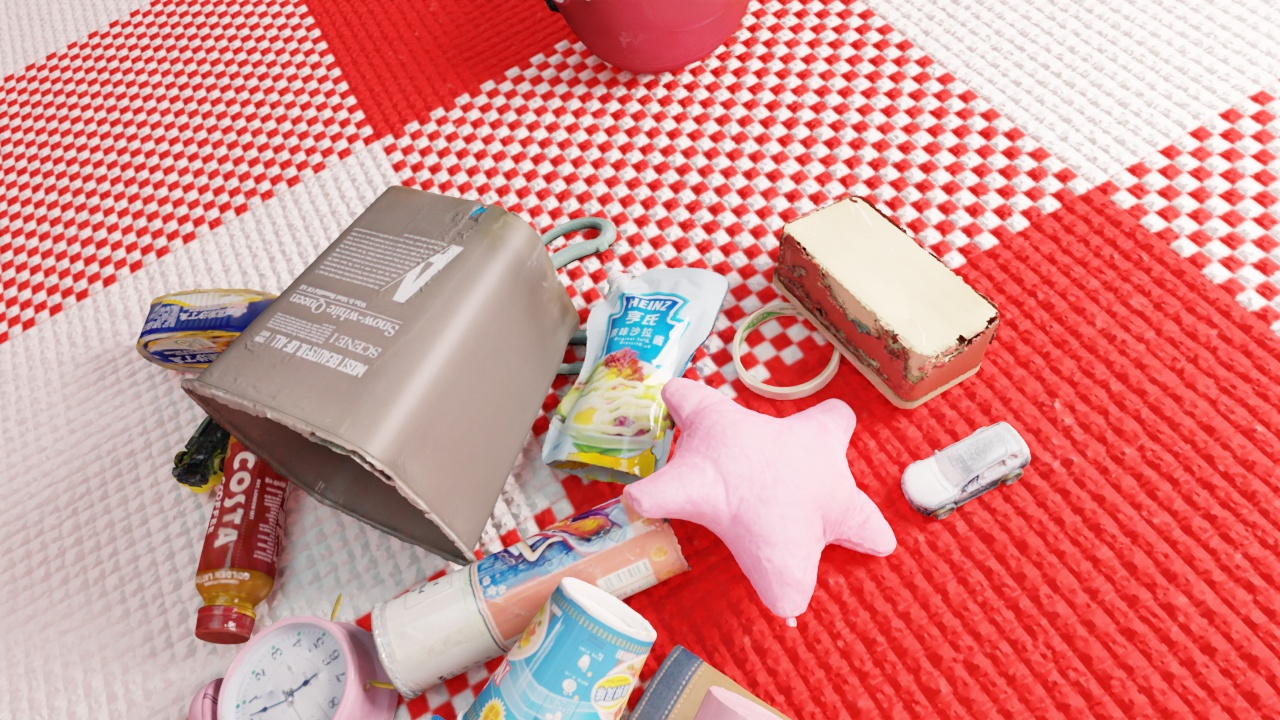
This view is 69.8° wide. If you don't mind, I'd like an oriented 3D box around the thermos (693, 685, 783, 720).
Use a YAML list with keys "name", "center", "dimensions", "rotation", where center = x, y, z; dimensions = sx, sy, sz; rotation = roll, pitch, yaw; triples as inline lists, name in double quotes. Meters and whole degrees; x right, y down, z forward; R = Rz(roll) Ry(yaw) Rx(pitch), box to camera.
- name: "thermos"
  center: [0.031, 0.293, 0.510]
  dimensions: [0.087, 0.067, 0.198]
  rotation: [19, 78, 42]

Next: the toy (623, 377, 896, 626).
- name: "toy"
  center: [0.080, 0.092, 0.624]
  dimensions: [0.194, 0.075, 0.178]
  rotation: [7, 53, -18]

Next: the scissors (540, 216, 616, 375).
- name: "scissors"
  center: [-0.072, -0.066, 0.819]
  dimensions: [0.170, 0.019, 0.179]
  rotation: [25, 69, 28]

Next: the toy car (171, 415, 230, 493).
- name: "toy car"
  center: [-0.364, 0.070, 0.805]
  dimensions: [0.048, 0.032, 0.105]
  rotation: [2, 48, 17]

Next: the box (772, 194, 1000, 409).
- name: "box"
  center: [0.181, -0.054, 0.697]
  dimensions: [0.091, 0.077, 0.168]
  rotation: [-26, 54, -19]

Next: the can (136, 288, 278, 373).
- name: "can"
  center: [-0.390, -0.026, 0.846]
  dimensions: [0.148, 0.075, 0.049]
  rotation: [-3, 61, 13]

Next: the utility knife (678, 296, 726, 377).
- name: "utility knife"
  center: [0.023, 0.004, 0.750]
  dimensions: [0.034, 0.018, 0.178]
  rotation: [17, 67, 29]

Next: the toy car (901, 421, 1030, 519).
- name: "toy car"
  center: [0.227, 0.075, 0.641]
  dimensions: [0.090, 0.034, 0.043]
  rotation: [-27, 59, -1]

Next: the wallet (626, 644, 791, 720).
- name: "wallet"
  center: [0.047, 0.248, 0.582]
  dimensions: [0.115, 0.033, 0.090]
  rotation: [25, 71, 26]

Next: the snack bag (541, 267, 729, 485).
- name: "snack bag"
  center: [-0.004, 0.004, 0.727]
  dimensions: [0.110, 0.039, 0.190]
  rotation: [2, 60, 32]

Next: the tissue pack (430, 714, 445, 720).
- name: "tissue pack"
  center: [-0.094, 0.298, 0.575]
  dimensions: [0.157, 0.052, 0.094]
  rotation: [19, 65, 25]

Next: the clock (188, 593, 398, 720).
- name: "clock"
  center: [-0.251, 0.250, 0.644]
  dimensions: [0.158, 0.060, 0.117]
  rotation: [-41, 57, -10]

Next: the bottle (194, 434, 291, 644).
- name: "bottle"
  center: [-0.315, 0.135, 0.734]
  dimensions: [0.057, 0.057, 0.174]
  rotation: [-8, 57, 10]

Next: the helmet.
- name: "helmet"
  center: [0.011, -0.377, 0.921]
  dimensions: [0.207, 0.144, 0.240]
  rotation: [-32, 42, -7]

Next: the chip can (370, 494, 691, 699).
- name: "chip can"
  center: [-0.075, 0.160, 0.646]
  dimensions: [0.214, 0.071, 0.071]
  rotation: [-24, 56, -1]

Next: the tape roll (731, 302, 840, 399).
- name: "tape roll"
  center: [0.116, -0.008, 0.734]
  dimensions: [0.086, 0.014, 0.085]
  rotation: [-7, 57, 11]

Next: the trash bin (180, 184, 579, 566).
- name: "trash bin"
  center: [-0.174, 0.003, 0.694]
  dimensions: [0.199, 0.199, 0.219]
  rotation: [17, 63, 26]

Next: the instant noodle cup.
- name: "instant noodle cup"
  center: [-0.045, 0.202, 0.578]
  dimensions: [0.099, 0.099, 0.110]
  rotation: [28, 87, 28]
